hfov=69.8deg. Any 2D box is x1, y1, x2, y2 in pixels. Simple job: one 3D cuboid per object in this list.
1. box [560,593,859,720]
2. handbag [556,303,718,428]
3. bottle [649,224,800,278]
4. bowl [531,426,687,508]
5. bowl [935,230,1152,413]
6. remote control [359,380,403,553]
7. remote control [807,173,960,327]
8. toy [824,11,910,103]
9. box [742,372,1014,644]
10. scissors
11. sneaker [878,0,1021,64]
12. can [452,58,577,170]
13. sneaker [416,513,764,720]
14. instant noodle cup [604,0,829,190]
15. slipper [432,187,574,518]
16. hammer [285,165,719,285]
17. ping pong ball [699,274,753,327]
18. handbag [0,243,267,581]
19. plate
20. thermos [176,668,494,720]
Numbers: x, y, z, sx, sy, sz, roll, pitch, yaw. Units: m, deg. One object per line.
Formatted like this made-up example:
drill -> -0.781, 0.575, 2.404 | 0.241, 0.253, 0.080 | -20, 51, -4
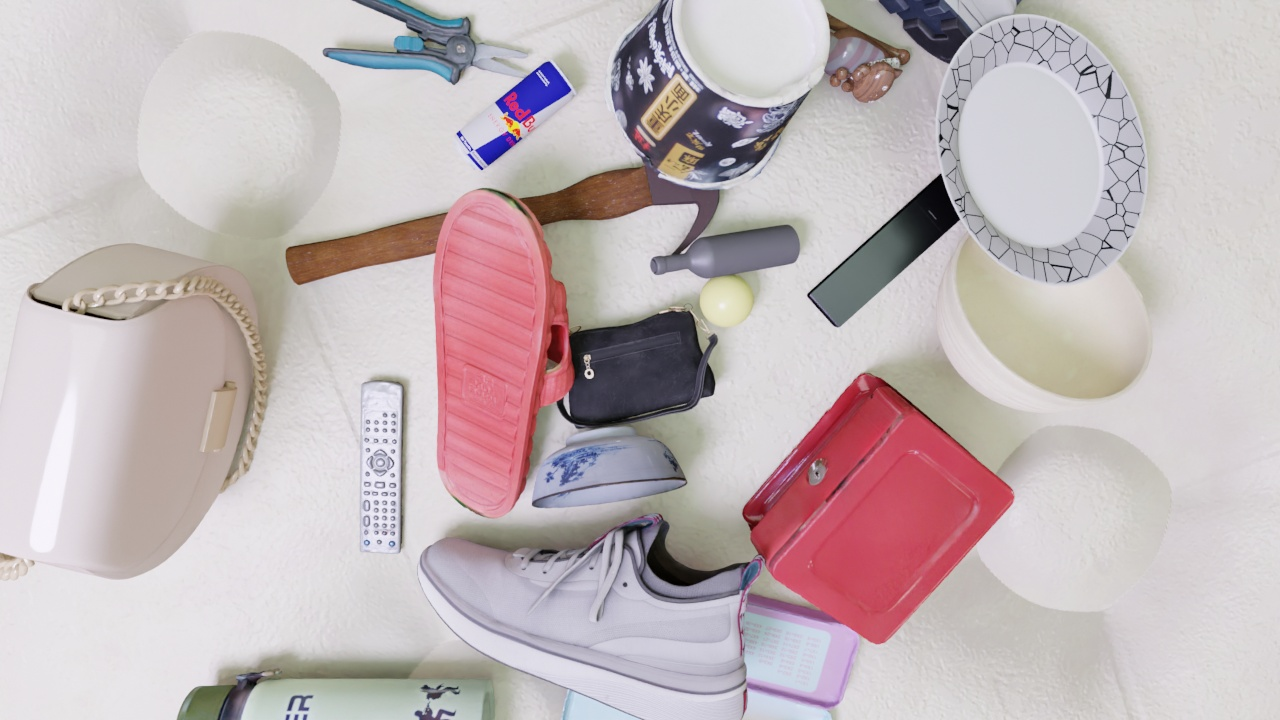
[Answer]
box -> 0.053, 0.252, 0.721 | 0.214, 0.035, 0.151 | 15, 89, -2
handbag -> -0.004, 0.004, 0.682 | 0.128, 0.054, 0.079 | -14, 93, 3
bottle -> 0.059, -0.076, 0.662 | 0.112, 0.030, 0.030 | -12, 97, -22
bowl -> -0.025, 0.076, 0.669 | 0.114, 0.114, 0.045 | -9, 76, 0
bowl -> 0.274, -0.024, 0.657 | 0.150, 0.075, 0.150 | 6, 63, -11
remote control -> -0.200, 0.083, 0.708 | 0.033, 0.013, 0.136 | 3, 97, -1
remote control -> 0.193, -0.087, 0.691 | 0.150, 0.013, 0.034 | -42, 95, 5
toy -> 0.146, -0.223, 0.661 | 0.102, 0.042, 0.054 | 21, 74, -11
box -> 0.172, 0.109, 0.670 | 0.134, 0.110, 0.157 | 37, 95, -9
scissors -> -0.161, -0.230, 0.668 | 0.148, 0.019, 0.123 | -27, 92, -3
sneaker -> 0.196, -0.330, 0.633 | 0.124, 0.089, 0.240 | -42, 104, 0
can -> -0.092, -0.178, 0.668 | 0.095, 0.032, 0.032 | -38, 96, 4
sneaker -> -0.038, 0.160, 0.658 | 0.263, 0.096, 0.128 | 17, 92, 17
instant noodle cup -> 0.054, -0.196, 0.608 | 0.137, 0.112, 0.137 | 2, 81, -14
slipper -> -0.097, -0.002, 0.663 | 0.103, 0.059, 0.249 | 20, 117, 25
hammer -> -0.101, -0.103, 0.679 | 0.323, 0.033, 0.115 | -12, 95, 2
ping pong ball -> 0.064, -0.045, 0.682 | 0.040, 0.040, 0.040 | 0, 97, -1
handbag -> -0.336, 0.031, 0.603 | 0.103, 0.208, 0.211 | 14, 95, -1
plate -> 0.276, -0.144, 0.636 | 0.188, 0.016, 0.188 | 2, 85, -22
thermos -> -0.231, 0.279, 0.702 | 0.231, 0.082, 0.082 | 0, 97, 0
